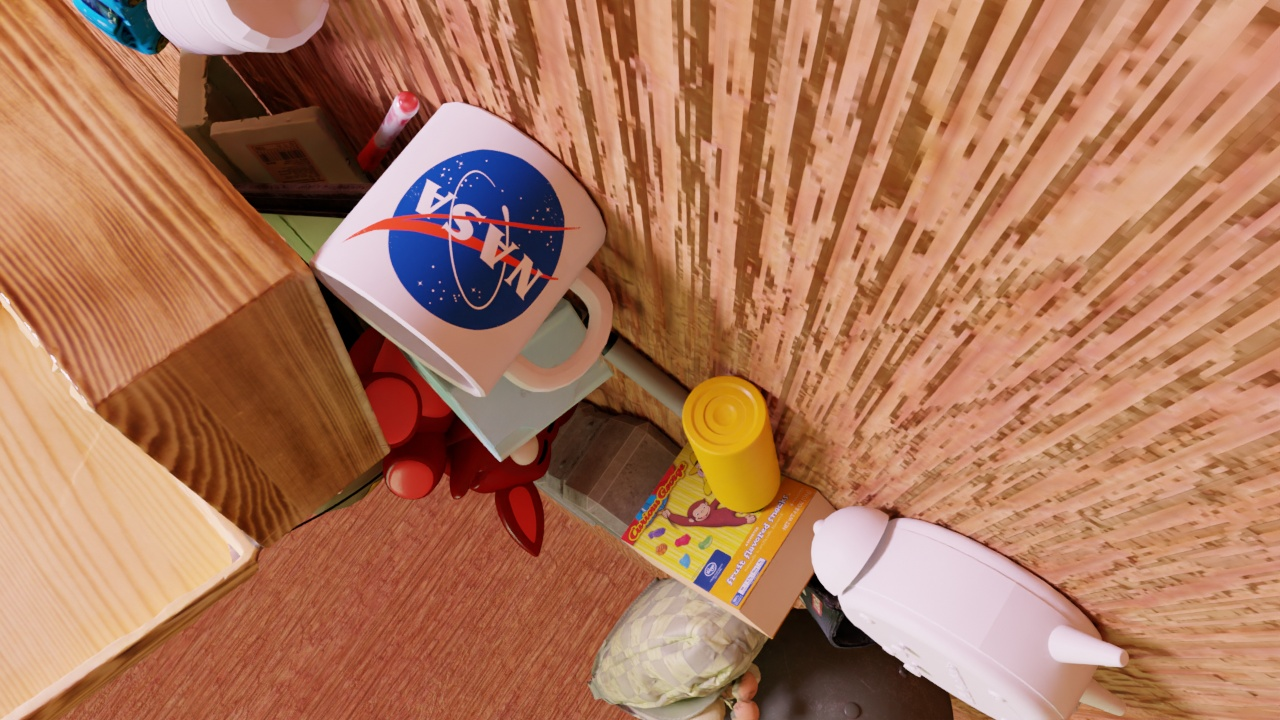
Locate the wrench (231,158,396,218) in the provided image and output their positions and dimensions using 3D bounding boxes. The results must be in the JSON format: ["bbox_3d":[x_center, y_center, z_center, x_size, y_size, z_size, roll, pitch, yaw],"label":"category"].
[{"bbox_3d":[-0.184,-0.092,0.527,0.274,0.010,0.070,8,157,33],"label":"wrench"}]

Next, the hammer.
[{"bbox_3d":[0.052,0.165,0.825,0.317,0.082,0.163,41,166,-25],"label":"hammer"}]

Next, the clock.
[{"bbox_3d":[0.167,0.146,0.489,0.161,0.072,0.125,26,164,37],"label":"clock"}]

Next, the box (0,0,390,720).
[{"bbox_3d":[-0.350,0.027,0.463,0.279,0.335,0.287,43,160,13],"label":"box"}]

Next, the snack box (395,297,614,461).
[{"bbox_3d":[-0.091,-0.013,0.515,0.175,0.075,0.053,30,154,57],"label":"snack box"}]

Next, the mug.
[{"bbox_3d":[-0.066,-0.037,0.402,0.121,0.090,0.091,40,167,-16],"label":"mug"}]

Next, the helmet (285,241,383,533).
[{"bbox_3d":[-0.305,0.006,0.746,0.250,0.255,0.233,42,163,-18],"label":"helmet"}]

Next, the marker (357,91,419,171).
[{"bbox_3d":[-0.129,-0.115,0.465,0.013,0.012,0.142,40,165,-19],"label":"marker"}]

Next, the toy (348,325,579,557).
[{"bbox_3d":[-0.124,0.034,0.673,0.121,0.158,0.197,-24,132,38],"label":"toy"}]

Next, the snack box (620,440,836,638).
[{"bbox_3d":[0.059,0.114,0.615,0.040,0.088,0.126,45,164,-34],"label":"snack box"}]

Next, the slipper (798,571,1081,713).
[{"bbox_3d":[0.160,0.171,0.624,0.264,0.063,0.111,23,162,37],"label":"slipper"}]

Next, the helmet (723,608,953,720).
[{"bbox_3d":[0.162,0.294,0.790,0.267,0.153,0.228,17,155,-30],"label":"helmet"}]

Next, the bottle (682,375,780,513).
[{"bbox_3d":[0.055,0.055,0.519,0.043,0.043,0.144,31,166,23],"label":"bottle"}]

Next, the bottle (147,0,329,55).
[{"bbox_3d":[-0.174,-0.151,0.383,0.136,0.044,0.044,21,160,48],"label":"bottle"}]

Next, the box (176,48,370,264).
[{"bbox_3d":[-0.218,-0.128,0.612,0.098,0.082,0.188,-10,157,2],"label":"box"}]

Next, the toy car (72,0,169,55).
[{"bbox_3d":[-0.316,-0.215,0.546,0.048,0.032,0.105,38,165,-8],"label":"toy car"}]

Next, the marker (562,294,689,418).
[{"bbox_3d":[-0.003,0.003,0.547,0.140,0.016,0.016,38,167,-10],"label":"marker"}]

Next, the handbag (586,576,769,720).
[{"bbox_3d":[0.045,0.222,0.685,0.117,0.113,0.187,49,147,-1],"label":"handbag"}]
